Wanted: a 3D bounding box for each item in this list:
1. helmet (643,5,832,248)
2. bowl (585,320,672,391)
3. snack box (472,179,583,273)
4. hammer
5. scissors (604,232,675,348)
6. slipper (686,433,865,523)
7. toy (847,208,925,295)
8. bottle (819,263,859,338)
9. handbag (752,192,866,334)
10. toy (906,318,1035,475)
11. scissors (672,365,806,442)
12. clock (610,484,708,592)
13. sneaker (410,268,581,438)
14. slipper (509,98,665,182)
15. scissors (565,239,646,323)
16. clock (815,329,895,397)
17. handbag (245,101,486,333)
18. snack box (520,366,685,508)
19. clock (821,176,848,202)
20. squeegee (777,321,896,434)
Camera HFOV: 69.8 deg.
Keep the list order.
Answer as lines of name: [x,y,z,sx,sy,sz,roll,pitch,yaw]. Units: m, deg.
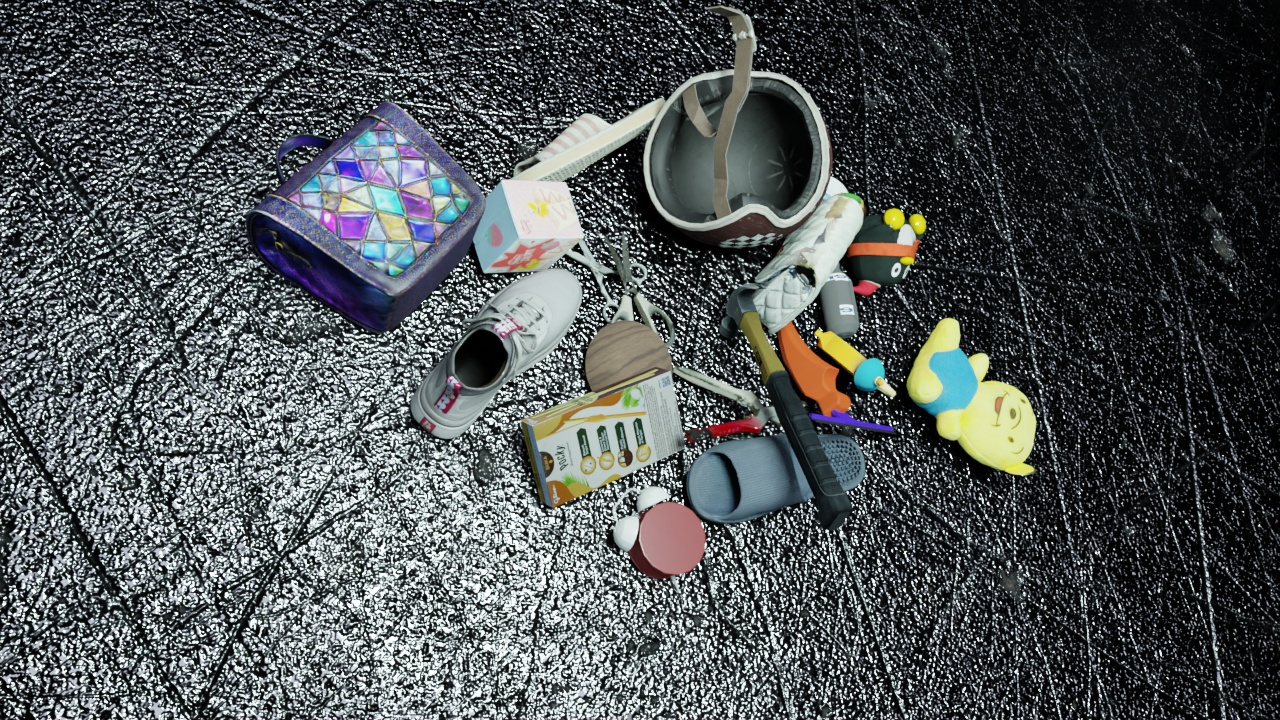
helmet: [0.123,-0.264,1.171,0.252,0.235,0.233,-5,77,-47]
bowl: [-0.007,0.007,1.123,0.119,0.032,0.119,5,79,-26]
snack box: [-0.139,-0.159,1.100,0.094,0.093,0.079,-6,72,-41]
hammer: [0.170,0.043,1.087,0.025,0.118,0.332,-6,53,-19]
scissors: [-0.005,-0.079,1.171,0.153,0.013,0.163,27,65,-21]
slipper: [0.182,0.132,1.140,0.263,0.083,0.101,-7,71,-25]
toy: [0.345,-0.151,1.312,0.097,0.100,0.119,2,92,-42]
bottle: [0.276,-0.086,1.283,0.047,0.047,0.112,3,69,-22]
handbag: [0.215,-0.133,1.208,0.072,0.139,0.194,41,47,-3]
toy: [0.465,0.061,1.286,0.214,0.084,0.148,38,62,-8]
scissors: [0.115,0.055,1.138,0.199,0.015,0.179,-16,47,-37]
clock: [0.022,0.202,1.067,0.124,0.044,0.087,42,60,-3]
sneaker: [-0.150,-0.030,1.037,0.097,0.129,0.262,43,59,-3]
slipper: [-0.076,-0.277,1.173,0.262,0.115,0.052,-34,97,-24]
scissors: [-0.056,-0.105,1.170,0.141,0.014,0.164,7,69,-23]
clock: [0.288,0.005,1.227,0.129,0.099,0.044,41,96,15]
handbag: [-0.309,-0.169,1.025,0.222,0.126,0.204,39,61,-3]
snack box: [-0.040,0.086,1.066,0.185,0.032,0.101,-21,110,-28]
clock: [0.239,-0.227,1.297,0.125,0.089,0.051,35,56,-9]
squeegee: [0.231,0.021,1.209,0.249,0.055,0.184,11,45,-53]
